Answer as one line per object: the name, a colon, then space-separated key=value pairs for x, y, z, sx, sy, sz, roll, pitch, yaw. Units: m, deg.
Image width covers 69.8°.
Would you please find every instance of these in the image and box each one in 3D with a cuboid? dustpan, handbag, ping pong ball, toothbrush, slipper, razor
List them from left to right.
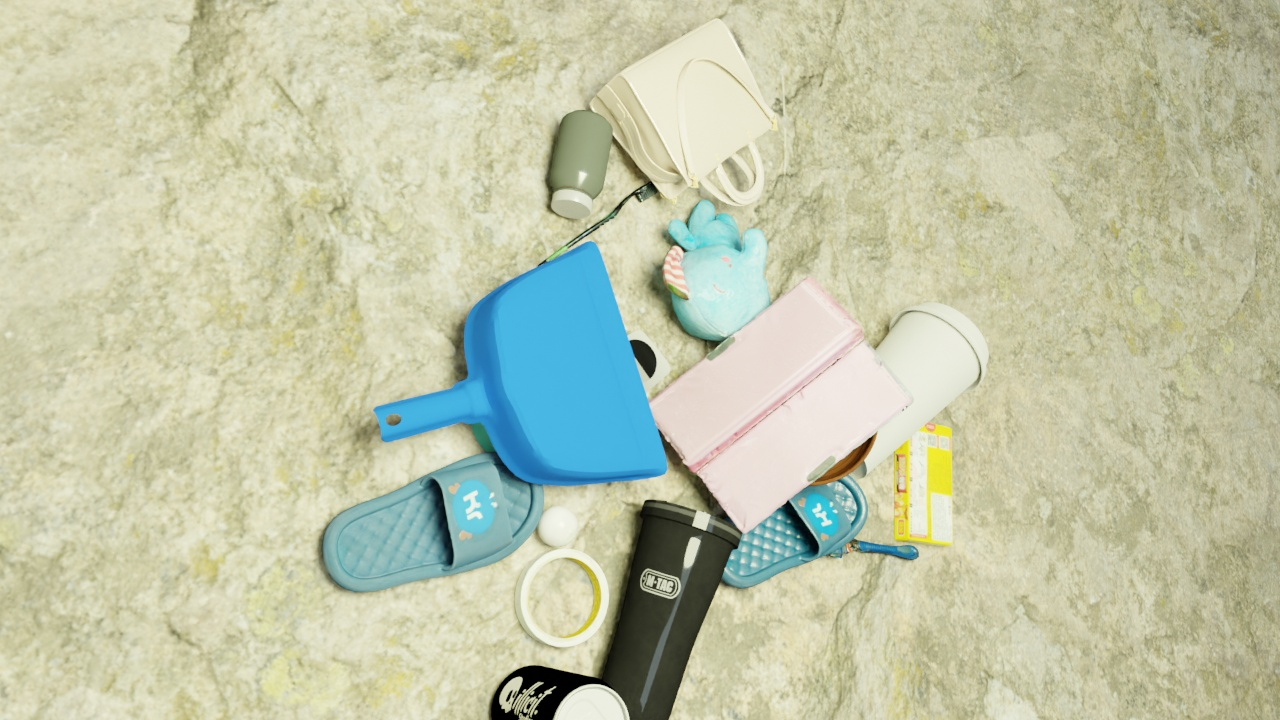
slipper: x=-0.182 y=0.152 z=0.844 sx=0.213 sy=0.059 sz=0.104 roll=-18 pitch=89 yaw=-29
dustpan: x=-0.119 y=0.025 z=0.851 sx=0.257 sy=0.060 sz=0.245 roll=-15 pitch=85 yaw=-40
ping pong ball: x=-0.082 y=0.163 z=0.905 sx=0.040 sy=0.040 sz=0.040 roll=7 pitch=75 yaw=-27
toothbrush: x=-0.044 y=-0.150 z=1.015 sx=0.187 sy=0.014 sz=0.017 roll=-41 pitch=106 yaw=-29
handbag: x=0.071 y=-0.262 z=1.051 sx=0.194 sy=0.101 sz=0.198 roll=-40 pitch=99 yaw=-32
slipper: x=0.167 y=0.179 z=1.020 sx=0.213 sy=0.059 sz=0.103 roll=-20 pitch=77 yaw=-26
razor: x=0.277 y=0.224 z=1.097 sx=0.140 sy=0.018 sz=0.043 roll=15 pitch=60 yaw=-26

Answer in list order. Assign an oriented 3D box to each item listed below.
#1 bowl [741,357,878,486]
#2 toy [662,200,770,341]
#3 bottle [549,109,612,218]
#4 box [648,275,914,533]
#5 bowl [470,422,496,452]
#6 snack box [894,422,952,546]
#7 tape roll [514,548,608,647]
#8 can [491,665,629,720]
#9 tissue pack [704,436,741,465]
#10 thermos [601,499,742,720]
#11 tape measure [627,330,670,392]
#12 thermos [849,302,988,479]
bowl: x=0.184 y=0.068 z=1.004 sx=0.147 sy=0.069 sz=0.147 roll=-3 pitch=74 yaw=11
toy: x=0.097 y=-0.105 z=1.033 sx=0.183 sy=0.115 sz=0.180 roll=26 pitch=55 yaw=-34
bottle: x=-0.066 y=-0.211 z=0.990 sx=0.060 sy=0.060 sz=0.108 roll=17 pitch=70 yaw=-24
box: x=0.142 y=0.043 z=0.958 sx=0.233 sy=0.051 sz=0.180 roll=-40 pitch=72 yaw=0
bowl: x=-0.106 y=0.047 z=0.915 sx=0.121 sy=0.046 sz=0.121 roll=7 pitch=75 yaw=-27
snack box: x=0.355 y=0.153 z=1.152 sx=0.075 sy=0.025 sz=0.152 roll=12 pitch=73 yaw=-26
tape roll: x=-0.077 y=0.233 z=0.904 sx=0.094 sy=0.019 sz=0.094 roll=7 pitch=75 yaw=-27
can: x=-0.073 y=0.316 z=0.812 sx=0.080 sy=0.146 sz=0.080 roll=7 pitch=75 yaw=-27
tissue pack: x=0.119 y=0.087 z=1.035 sx=0.113 sy=0.034 sz=0.099 roll=-4 pitch=77 yaw=-29
thermos: x=0.023 y=0.248 z=0.912 sx=0.105 sy=0.106 sz=0.218 roll=26 pitch=72 yaw=-21
tape measure: x=-0.006 y=0.006 z=0.997 sx=0.064 sy=0.017 sz=0.065 roll=-40 pitch=98 yaw=-30
thermos: x=0.307 y=0.039 z=1.103 sx=0.221 sy=0.132 sz=0.131 roll=-41 pitch=99 yaw=-22
